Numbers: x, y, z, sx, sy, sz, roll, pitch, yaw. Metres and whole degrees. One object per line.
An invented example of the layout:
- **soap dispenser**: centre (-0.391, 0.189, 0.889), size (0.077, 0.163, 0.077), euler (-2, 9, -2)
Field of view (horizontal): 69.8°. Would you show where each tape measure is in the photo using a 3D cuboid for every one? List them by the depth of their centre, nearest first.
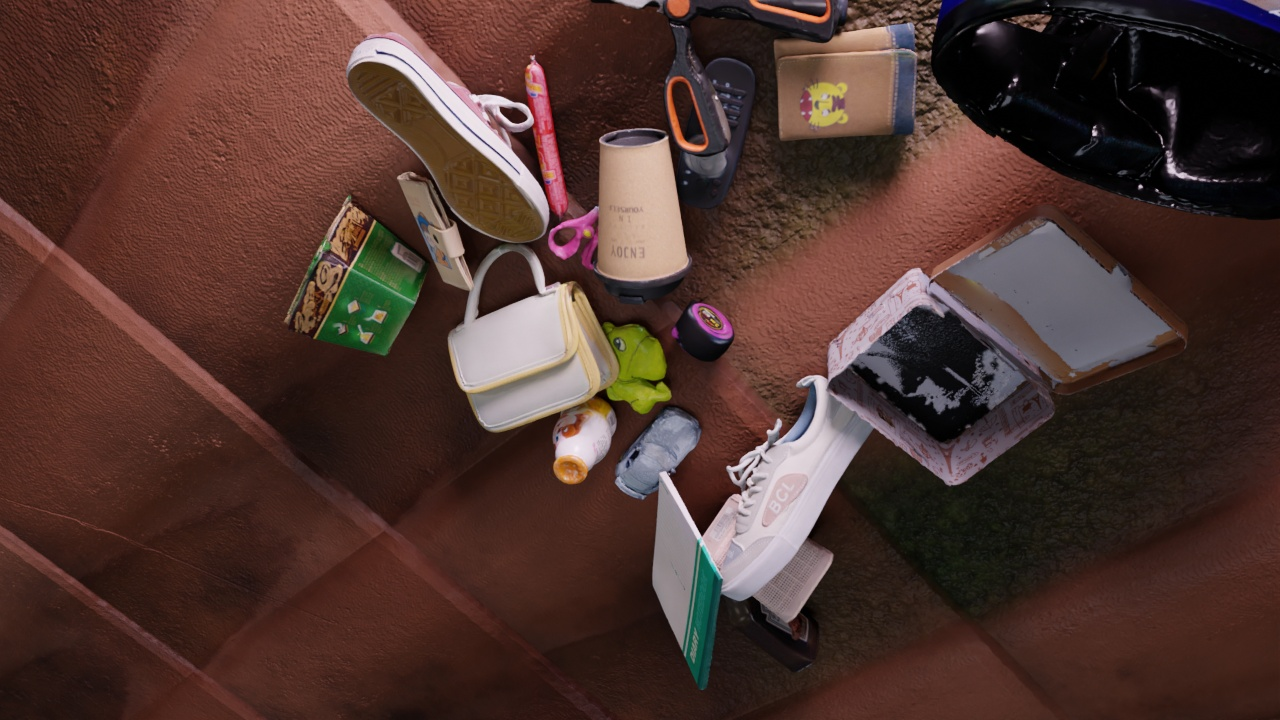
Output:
- **tape measure**: centre (0.061, -0.027, 0.904), size (0.057, 0.057, 0.039), euler (31, 123, -11)

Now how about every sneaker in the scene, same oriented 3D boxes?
- **sneaker**: centre (-0.158, -0.206, 0.826), size (0.118, 0.087, 0.241), euler (-11, 140, 32)
- **sneaker**: centre (0.135, 0.123, 0.917), size (0.091, 0.089, 0.242), euler (34, 87, -1)

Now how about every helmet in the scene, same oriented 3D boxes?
- **helmet**: centre (0.363, -0.249, 0.592), size (0.315, 0.247, 0.240), euler (20, 80, -8)

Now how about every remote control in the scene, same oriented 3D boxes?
- **remote control**: centre (0.067, -0.201, 0.815), size (0.053, 0.024, 0.137), euler (16, 123, 3)

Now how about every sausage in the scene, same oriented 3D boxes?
- **sausage**: centre (-0.088, -0.203, 0.850), size (0.020, 0.020, 0.156), euler (-2, 120, 13)

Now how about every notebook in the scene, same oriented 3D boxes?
- **notebook**: centre (0.049, 0.244, 1.008), size (0.012, 0.150, 0.210), euler (-13, 133, -17)

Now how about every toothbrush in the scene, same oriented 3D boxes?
- **toothbrush**: centre (0.063, -0.297, 0.758), size (0.213, 0.026, 0.027), euler (7, 87, 9)

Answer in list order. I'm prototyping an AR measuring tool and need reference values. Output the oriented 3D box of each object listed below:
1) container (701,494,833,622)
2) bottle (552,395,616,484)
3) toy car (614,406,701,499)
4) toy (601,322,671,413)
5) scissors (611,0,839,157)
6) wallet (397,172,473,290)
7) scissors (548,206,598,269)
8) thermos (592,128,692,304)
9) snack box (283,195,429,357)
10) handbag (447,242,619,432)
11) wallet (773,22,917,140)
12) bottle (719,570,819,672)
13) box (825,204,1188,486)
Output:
- **container**: centre (0.132, 0.211, 1.003), size (0.111, 0.090, 0.090), euler (36, 86, -7)
- **bottle**: centre (-0.062, 0.084, 0.967), size (0.063, 0.108, 0.063), euler (5, 121, 8)
- **toy car**: centre (0.018, 0.103, 1.006), size (0.054, 0.036, 0.121), euler (33, 119, -8)
- **toy**: centre (-0.006, 0.006, 0.952), size (0.097, 0.031, 0.100), euler (27, 125, 3)
- **scissors**: centre (0.048, -0.275, 0.749), size (0.235, 0.021, 0.221), euler (5, 120, 13)
- **wallet**: centre (-0.195, -0.125, 0.891), size (0.024, 0.087, 0.115), euler (-27, 118, -18)
- **scissors**: centre (-0.027, -0.140, 0.879), size (0.073, 0.017, 0.137), euler (33, 117, -21)
- **thermos**: centre (-0.001, -0.132, 0.832), size (0.093, 0.092, 0.143), euler (2, 119, 11)
- **snack box**: centre (-0.278, -0.077, 0.923), size (0.105, 0.118, 0.118), euler (26, 124, -19)
- **handbag**: centre (-0.127, -0.026, 0.937), size (0.164, 0.063, 0.179), euler (-19, 101, 27)
- **wallet**: centre (0.172, -0.231, 0.771), size (0.115, 0.033, 0.090), euler (1, 122, 16)
- **bottle**: centre (0.124, 0.277, 1.063), size (0.195, 0.079, 0.044), euler (40, 121, -10)
- **box**: centre (0.317, -0.014, 0.824), size (0.179, 0.110, 0.260), euler (36, 122, -11)
